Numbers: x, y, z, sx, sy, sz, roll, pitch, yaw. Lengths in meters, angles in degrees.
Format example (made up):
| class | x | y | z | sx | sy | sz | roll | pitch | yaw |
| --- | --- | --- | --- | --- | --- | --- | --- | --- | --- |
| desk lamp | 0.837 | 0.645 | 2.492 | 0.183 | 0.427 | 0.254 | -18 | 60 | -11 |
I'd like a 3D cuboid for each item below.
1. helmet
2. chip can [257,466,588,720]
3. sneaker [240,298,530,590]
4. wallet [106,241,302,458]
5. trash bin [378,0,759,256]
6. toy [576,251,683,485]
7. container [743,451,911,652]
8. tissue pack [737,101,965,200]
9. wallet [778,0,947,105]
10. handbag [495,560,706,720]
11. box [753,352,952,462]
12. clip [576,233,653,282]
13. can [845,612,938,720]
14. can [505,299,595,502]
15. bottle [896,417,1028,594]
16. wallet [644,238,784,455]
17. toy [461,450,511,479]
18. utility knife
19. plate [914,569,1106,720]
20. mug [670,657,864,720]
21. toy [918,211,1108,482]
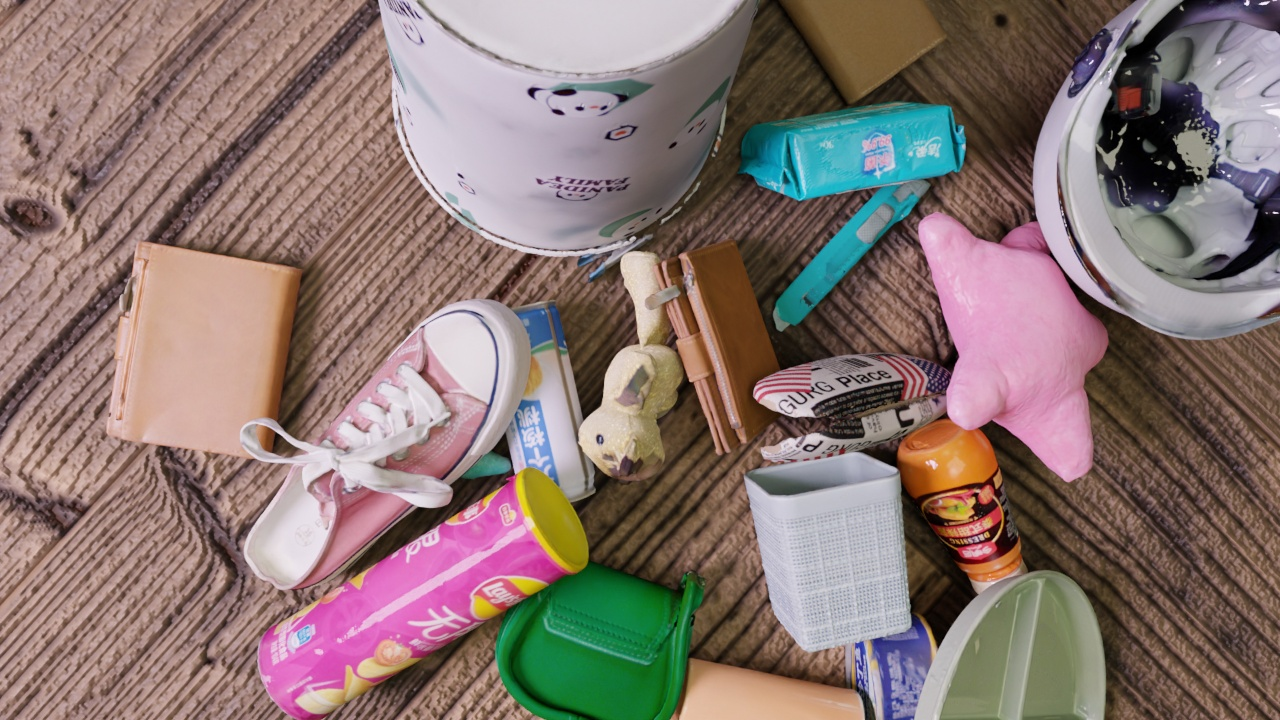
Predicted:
| class | x | y | z | sx | sy | sz | roll | pitch | yaw |
| --- | --- | --- | --- | --- | --- | --- | --- | --- | --- |
| helmet | 0.373 | -0.140 | 0.626 | 0.229 | 0.146 | 0.259 | 36 | 93 | -5 |
| chip can | -0.138 | 0.150 | 0.582 | 0.211 | 0.071 | 0.071 | -32 | 95 | 10 |
| sneaker | -0.166 | 0.057 | 0.573 | 0.241 | 0.087 | 0.118 | -45 | 81 | 7 |
| wallet | -0.289 | -0.006 | 0.607 | 0.107 | 0.031 | 0.132 | 9 | 90 | -10 |
| trash bin | -0.041 | -0.196 | 0.510 | 0.229 | 0.252 | 0.229 | 1 | 84 | -6 |
| toy | -0.004 | 0.004 | 0.613 | 0.066 | 0.105 | 0.157 | 5 | 73 | 5 |
| container | 0.131 | 0.130 | 0.633 | 0.090 | 0.090 | 0.111 | -10 | 95 | -6 |
| tissue pack | 0.139 | -0.142 | 0.623 | 0.133 | 0.093 | 0.050 | -10 | 108 | -6 |
| wallet | 0.153 | -0.254 | 0.654 | 0.090 | 0.033 | 0.115 | -36 | 96 | -2 |
| handbag | -0.028 | 0.185 | 0.624 | 0.131 | 0.068 | 0.120 | 20 | 89 | -7 |
| box | 0.146 | 0.019 | 0.617 | 0.163 | 0.075 | 0.082 | -8 | 81 | -34 |
| clip | -0.018 | -0.078 | 0.641 | 0.058 | 0.026 | 0.038 | -33 | 87 | -5 |
| can | 0.180 | 0.255 | 0.649 | 0.049 | 0.074 | 0.148 | -5 | 93 | -4 |
| can | -0.068 | 0.030 | 0.623 | 0.053 | 0.053 | 0.134 | -13 | 93 | -7 |
| bottle | 0.240 | 0.116 | 0.662 | 0.066 | 0.067 | 0.149 | -29 | 102 | -6 |
| wallet | 0.056 | -0.012 | 0.613 | 0.035 | 0.118 | 0.130 | -16 | 95 | 34 |
| toy | -0.138 | 0.036 | 0.628 | 0.096 | 0.030 | 0.092 | -2 | 87 | 1 |
| utility knife | 0.151 | -0.081 | 0.667 | 0.029 | 0.013 | 0.157 | 44 | 86 | -4 |
| plate | 0.255 | 0.256 | 0.632 | 0.229 | 0.028 | 0.230 | -3 | 96 | -37 |
| mug | 0.083 | 0.252 | 0.640 | 0.123 | 0.078 | 0.078 | 17 | 89 | -1 |
| toy | 0.274 | -0.011 | 0.644 | 0.178 | 0.075 | 0.194 | 3 | 71 | -28 |
